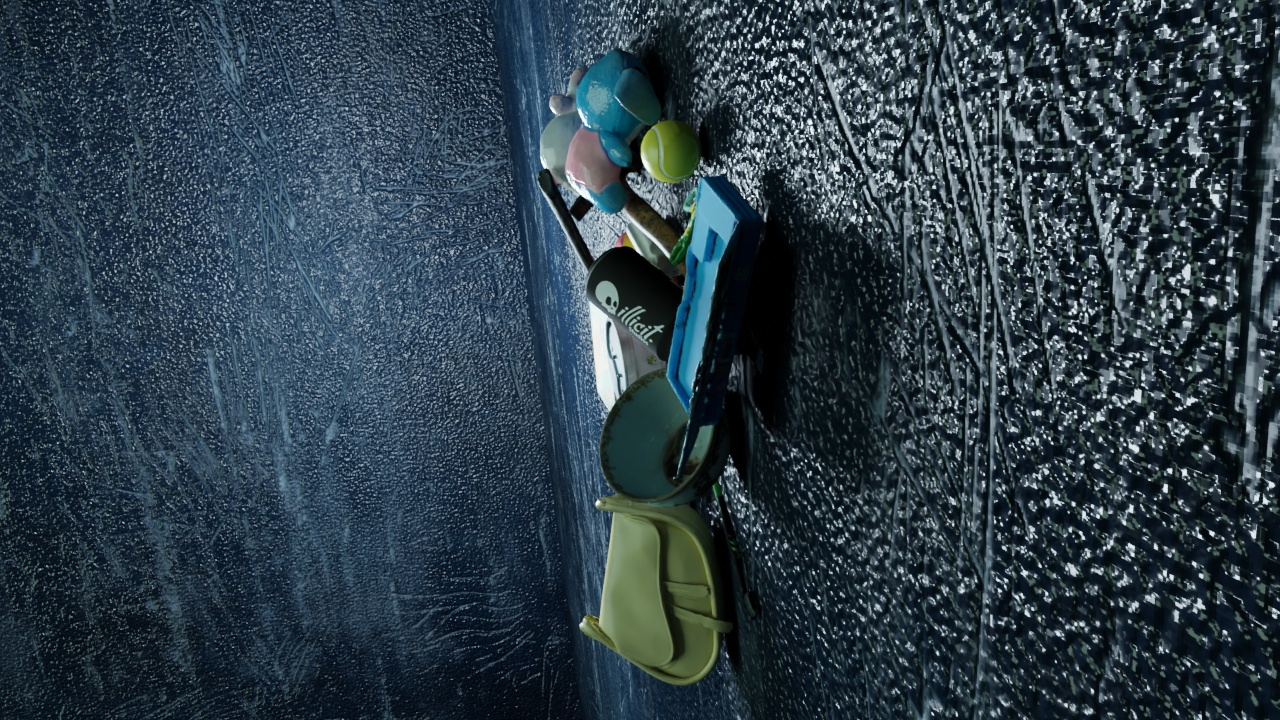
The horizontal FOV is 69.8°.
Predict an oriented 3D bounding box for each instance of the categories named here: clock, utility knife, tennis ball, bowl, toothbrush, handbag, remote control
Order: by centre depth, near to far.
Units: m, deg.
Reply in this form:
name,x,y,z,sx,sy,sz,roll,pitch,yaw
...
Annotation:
name,x,y,z,sx,sy,sz,roll,pitch,yaw
utility knife,0.096,-0.063,0.908,0.029,0.020,0.174,105,155,-56
tennis ball,0.033,-0.223,0.979,0.065,0.065,0.065,171,91,-78
bowl,0.043,0.098,1.045,0.094,0.160,0.159,30,-148,-44
toothbrush,0.107,0.207,1.067,0.017,0.014,0.187,124,138,-54
remote control,0.020,-0.143,1.135,0.133,0.050,0.022,-115,18,-53
handbag,0.023,0.287,1.159,0.088,0.191,0.233,-71,-12,-78
clock,-0.007,0.007,1.202,0.158,0.058,0.116,97,161,-56

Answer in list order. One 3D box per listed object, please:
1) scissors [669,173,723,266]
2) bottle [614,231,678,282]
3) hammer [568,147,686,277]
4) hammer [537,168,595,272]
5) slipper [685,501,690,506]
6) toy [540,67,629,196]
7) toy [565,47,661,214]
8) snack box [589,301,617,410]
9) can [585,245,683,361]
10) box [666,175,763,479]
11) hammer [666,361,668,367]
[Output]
name,x,y,z,sx,sy,sz,roll,pitch,yaw
scissors,0.061,-0.158,0.975,0.127,0.011,0.122,124,159,-46
bottle,0.009,-0.121,1.187,0.071,0.048,0.134,49,-173,-33
hammer,0.005,-0.164,1.122,0.033,0.120,0.330,40,-172,-35
hammer,-0.068,-0.130,1.328,0.133,0.033,0.333,-108,-8,-54
slipper,0.032,0.209,1.285,0.104,0.059,0.213,154,101,-72
toy,-0.074,-0.320,1.290,0.102,0.138,0.179,-6,82,59
toy,-0.042,-0.294,1.156,0.224,0.099,0.192,-123,46,-62
snack box,-0.046,-0.009,1.561,0.141,0.044,0.194,-128,32,-64
can,0.010,-0.063,1.043,0.146,0.080,0.080,40,148,26
box,0.071,-0.029,0.874,0.175,0.060,0.244,-92,8,-53
hammer,0.023,0.052,1.318,0.311,0.029,0.125,121,139,-73
